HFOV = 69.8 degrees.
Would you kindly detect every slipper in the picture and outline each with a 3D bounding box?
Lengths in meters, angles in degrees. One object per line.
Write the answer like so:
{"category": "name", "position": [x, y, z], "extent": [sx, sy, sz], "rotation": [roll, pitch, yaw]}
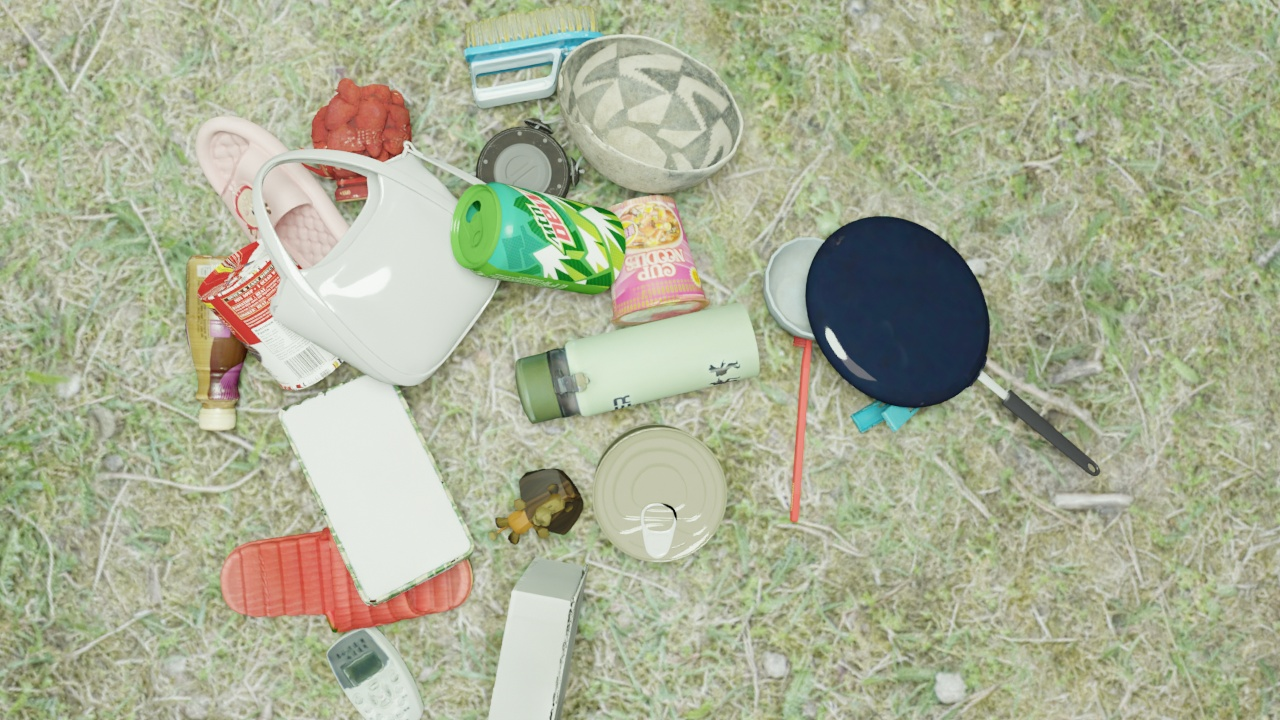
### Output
{"category": "slipper", "position": [-0.333, -0.129, 0.865], "extent": [0.221, 0.055, 0.107], "rotation": [48, 133, -11]}
{"category": "slipper", "position": [-0.290, 0.211, 0.892], "extent": [0.249, 0.059, 0.103], "rotation": [-1, 92, -2]}

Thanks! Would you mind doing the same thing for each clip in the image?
{"category": "clip", "position": [0.276, 0.032, 0.908], "extent": [0.119, 0.102, 0.027], "rotation": [-32, 94, -15]}

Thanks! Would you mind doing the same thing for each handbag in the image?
{"category": "handbag", "position": [-0.238, -0.106, 0.823], "extent": [0.222, 0.096, 0.215], "rotation": [43, 74, -29]}

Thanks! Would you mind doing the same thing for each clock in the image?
{"category": "clock", "position": [-0.110, -0.184, 0.900], "extent": [0.123, 0.044, 0.091], "rotation": [-37, 94, -2]}

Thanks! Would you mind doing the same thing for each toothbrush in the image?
{"category": "toothbrush", "position": [0.159, 0.059, 0.935], "extent": [0.018, 0.012, 0.212], "rotation": [4, 91, -3]}

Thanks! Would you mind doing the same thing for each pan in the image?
{"category": "pan", "position": [0.316, -0.002, 0.899], "extent": [0.356, 0.021, 0.198], "rotation": [39, 66, -2]}

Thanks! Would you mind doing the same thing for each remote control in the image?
{"category": "remote control", "position": [-0.261, 0.319, 0.911], "extent": [0.060, 0.028, 0.114], "rotation": [-31, 92, -2]}

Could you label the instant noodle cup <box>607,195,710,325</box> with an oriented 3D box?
{"category": "instant noodle cup", "position": [0.009, -0.097, 0.887], "extent": [0.097, 0.098, 0.108], "rotation": [-10, 84, -3]}

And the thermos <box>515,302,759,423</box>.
{"category": "thermos", "position": [-0.005, 0.005, 0.890], "extent": [0.231, 0.082, 0.082], "rotation": [-13, 92, -3]}

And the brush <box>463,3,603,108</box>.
{"category": "brush", "position": [-0.100, -0.295, 0.892], "extent": [0.136, 0.055, 0.075], "rotation": [-11, 87, -3]}

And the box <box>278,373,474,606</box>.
{"category": "box", "position": [-0.249, 0.117, 0.868], "extent": [0.117, 0.051, 0.205], "rotation": [-27, 82, -17]}

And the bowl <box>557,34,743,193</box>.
{"category": "bowl", "position": [0.002, -0.221, 0.875], "extent": [0.178, 0.081, 0.178], "rotation": [9, 57, -15]}

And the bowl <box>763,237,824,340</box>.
{"category": "bowl", "position": [0.167, -0.066, 0.911], "extent": [0.106, 0.039, 0.106], "rotation": [4, 72, -13]}

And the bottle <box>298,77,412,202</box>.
{"category": "bottle", "position": [-0.269, -0.209, 0.873], "extent": [0.099, 0.099, 0.111], "rotation": [-6, 102, -3]}

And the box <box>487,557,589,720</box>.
{"category": "box", "position": [-0.132, 0.370, 0.850], "extent": [0.098, 0.166, 0.368], "rotation": [17, 88, 2]}

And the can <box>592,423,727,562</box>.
{"category": "can", "position": [0.016, 0.126, 0.898], "extent": [0.128, 0.073, 0.128], "rotation": [0, 91, -3]}

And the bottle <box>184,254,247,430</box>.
{"category": "bottle", "position": [-0.404, -0.017, 0.881], "extent": [0.059, 0.059, 0.166], "rotation": [2, 92, -3]}

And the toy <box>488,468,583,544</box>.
{"category": "toy", "position": [-0.106, 0.149, 0.901], "extent": [0.100, 0.062, 0.076], "rotation": [-34, 112, 3]}

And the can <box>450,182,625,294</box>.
{"category": "can", "position": [-0.090, -0.108, 0.827], "extent": [0.144, 0.083, 0.083], "rotation": [6, 91, -43]}

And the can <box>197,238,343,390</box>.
{"category": "can", "position": [-0.333, -0.042, 0.847], "extent": [0.086, 0.086, 0.116], "rotation": [-33, 124, -2]}
